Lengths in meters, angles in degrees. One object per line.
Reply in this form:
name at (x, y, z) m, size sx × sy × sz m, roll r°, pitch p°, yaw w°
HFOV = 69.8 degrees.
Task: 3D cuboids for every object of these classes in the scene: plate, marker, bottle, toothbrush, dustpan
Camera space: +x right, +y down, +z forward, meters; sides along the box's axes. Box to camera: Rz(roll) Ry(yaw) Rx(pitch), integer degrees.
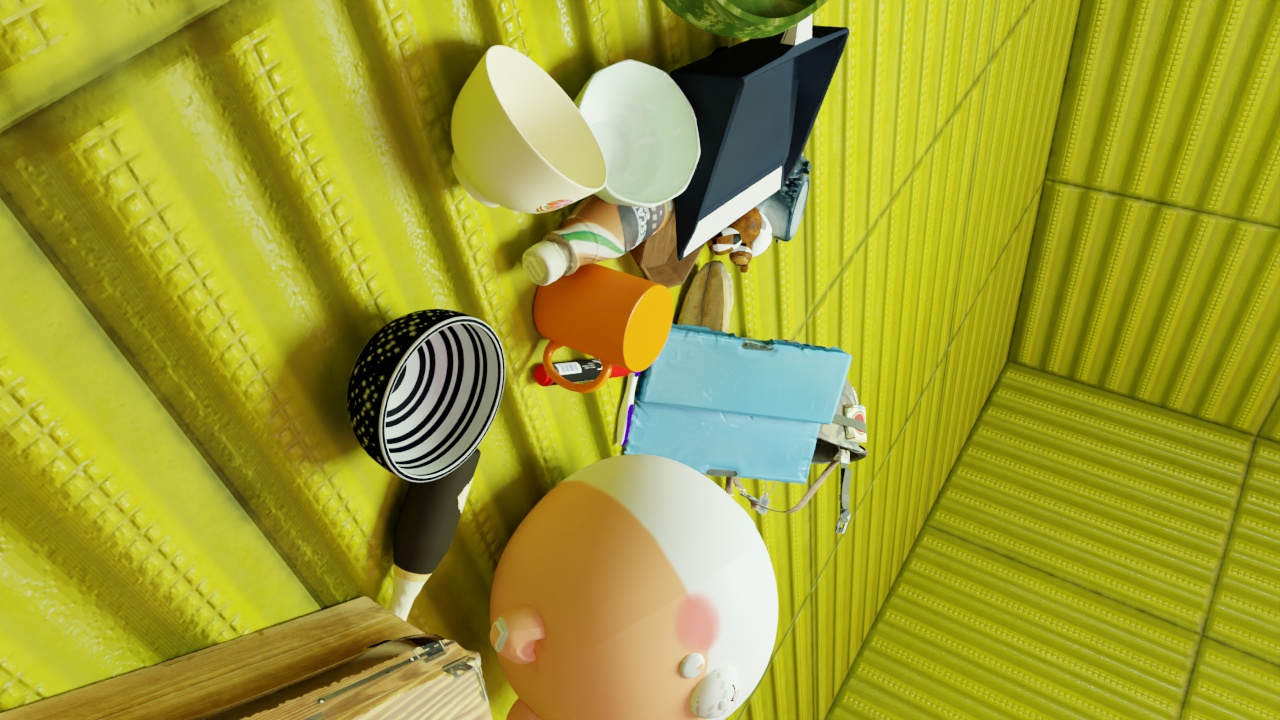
plate at (0.028, -0.134, 0.917) m, size 0.131 × 0.025 × 0.131 m, roll -39°, pitch 140°, yaw -44°
marker at (-0.052, 0.008, 0.876) m, size 0.144 × 0.021 × 0.023 m, roll -6°, pitch 106°, yaw -59°
bottle at (-0.176, 0.152, 0.726) m, size 0.045 × 0.045 × 0.184 m, roll 13°, pitch 97°, yaw -62°
bottle at (-0.037, -0.111, 0.783) m, size 0.166 × 0.059 × 0.059 m, roll -39°, pitch 140°, yaw -43°
toothbrush at (-0.006, 0.006, 0.964) m, size 0.016 × 0.015 × 0.187 m, roll -14°, pitch 120°, yaw -52°
dustpan at (0.121, -0.252, 0.842) m, size 0.235 × 0.080 × 0.273 m, roll -39°, pitch 135°, yaw -46°

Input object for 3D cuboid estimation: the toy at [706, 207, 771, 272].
toy at (0.111, -0.142, 1.014) m, size 0.112 × 0.067 × 0.087 m, roll 45°, pitch 46°, yaw -76°

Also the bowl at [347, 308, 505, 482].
bowl at (-0.159, 0.017, 0.644) m, size 0.119 × 0.066 × 0.120 m, roll -39°, pitch 140°, yaw -44°

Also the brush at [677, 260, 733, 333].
brush at (0.069, -0.018, 1.035) m, size 0.043 × 0.059 × 0.195 m, roll -31°, pitch 133°, yaw -67°

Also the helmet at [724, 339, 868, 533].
helmet at (0.193, 0.098, 1.178) m, size 0.224 × 0.193 × 0.235 m, roll 39°, pitch 57°, yaw -33°

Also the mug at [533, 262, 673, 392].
mug at (-0.039, -0.026, 0.796) m, size 0.112 × 0.096 × 0.077 m, roll -66°, pitch 152°, yaw -7°

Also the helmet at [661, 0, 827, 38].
helmet at (0.086, -0.369, 0.648) m, size 0.213 × 0.242 × 0.248 m, roll 4°, pitch 145°, yaw -22°

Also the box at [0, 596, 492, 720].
box at (-0.223, 0.309, 0.574) m, size 0.278 × 0.221 × 0.259 m, roll -2°, pitch 108°, yaw -58°

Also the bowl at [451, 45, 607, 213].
bowl at (-0.090, -0.147, 0.639) m, size 0.074 × 0.118 × 0.117 m, roll -33°, pitch 164°, yaw 25°

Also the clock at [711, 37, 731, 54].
clock at (0.101, -0.270, 0.938) m, size 0.120 × 0.042 × 0.091 m, roll 32°, pitch 80°, yaw -62°

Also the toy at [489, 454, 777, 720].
toy at (-0.010, 0.231, 0.848) m, size 0.280 × 0.266 × 0.263 m, roll -25°, pitch 129°, yaw -33°

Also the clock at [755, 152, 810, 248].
clock at (0.167, -0.199, 1.079) m, size 0.090 × 0.052 × 0.129 m, roll -35°, pitch 140°, yaw -65°

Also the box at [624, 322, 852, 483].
box at (0.105, 0.054, 1.018) m, size 0.231 × 0.033 × 0.175 m, roll 6°, pitch 110°, yaw -15°

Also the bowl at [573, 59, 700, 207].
bowl at (-0.015, -0.180, 0.754) m, size 0.117 × 0.061 × 0.117 m, roll 1°, pitch 88°, yaw -32°

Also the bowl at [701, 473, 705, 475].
bowl at (0.046, 0.118, 1.108) m, size 0.121 × 0.035 × 0.122 m, roll -39°, pitch 140°, yaw -44°
